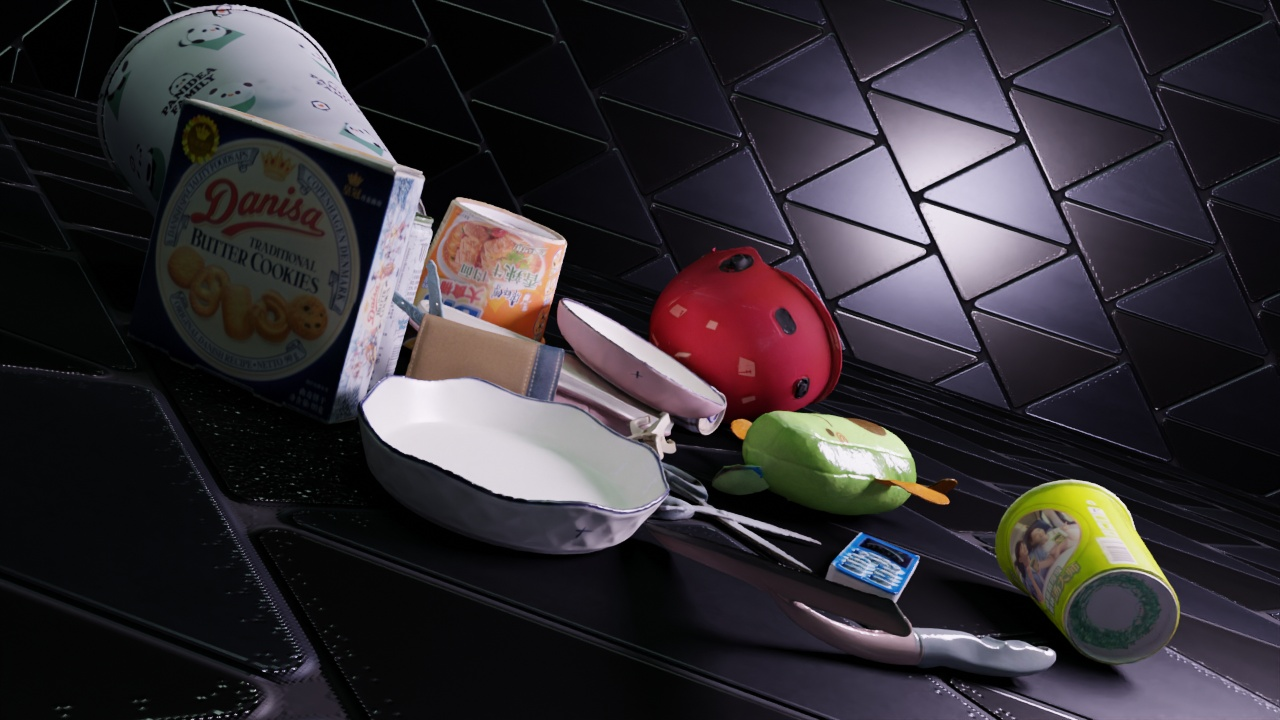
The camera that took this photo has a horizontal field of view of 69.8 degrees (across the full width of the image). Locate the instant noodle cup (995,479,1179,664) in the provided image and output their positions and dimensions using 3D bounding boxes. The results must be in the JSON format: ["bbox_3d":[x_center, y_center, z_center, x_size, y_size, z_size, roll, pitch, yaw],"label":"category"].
[{"bbox_3d":[0.348,0.168,0.709,0.111,0.112,0.123,18,17,1],"label":"instant noodle cup"}]

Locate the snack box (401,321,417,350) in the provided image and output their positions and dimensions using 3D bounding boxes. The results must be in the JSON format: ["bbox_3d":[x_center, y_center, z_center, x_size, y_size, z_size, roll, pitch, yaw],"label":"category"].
[{"bbox_3d":[-0.183,-0.027,0.959,0.126,0.053,0.113,24,11,36],"label":"snack box"}]

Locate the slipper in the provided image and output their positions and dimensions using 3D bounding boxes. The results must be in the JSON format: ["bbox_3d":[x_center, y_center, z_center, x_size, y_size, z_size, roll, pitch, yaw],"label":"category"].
[{"bbox_3d":[-0.088,0.021,0.841,0.274,0.054,0.114,25,9,-27],"label":"slipper"}]

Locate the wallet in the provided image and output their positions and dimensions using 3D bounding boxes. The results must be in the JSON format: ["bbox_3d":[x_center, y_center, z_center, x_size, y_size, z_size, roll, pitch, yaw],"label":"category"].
[{"bbox_3d":[-0.122,0.019,0.704,0.115,0.090,0.033,15,-14,-14],"label":"wallet"}]

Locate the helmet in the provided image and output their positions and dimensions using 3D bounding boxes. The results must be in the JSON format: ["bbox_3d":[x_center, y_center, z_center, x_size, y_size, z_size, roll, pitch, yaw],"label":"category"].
[{"bbox_3d":[0.100,-0.014,1.053,0.143,0.207,0.240,-26,21,-24],"label":"helmet"}]

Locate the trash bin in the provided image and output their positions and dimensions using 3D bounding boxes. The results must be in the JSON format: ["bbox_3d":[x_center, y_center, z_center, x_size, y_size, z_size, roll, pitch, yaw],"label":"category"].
[{"bbox_3d":[-0.327,-0.159,0.822,0.229,0.230,0.252,8,30,-49],"label":"trash bin"}]

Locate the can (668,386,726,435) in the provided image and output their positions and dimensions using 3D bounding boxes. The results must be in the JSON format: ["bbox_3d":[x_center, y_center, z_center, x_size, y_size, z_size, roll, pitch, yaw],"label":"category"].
[{"bbox_3d":[0.027,0.034,1.012,0.135,0.053,0.053,24,11,35],"label":"can"}]

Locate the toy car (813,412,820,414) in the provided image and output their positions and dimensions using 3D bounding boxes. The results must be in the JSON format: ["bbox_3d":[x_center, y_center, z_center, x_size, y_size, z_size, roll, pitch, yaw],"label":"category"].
[{"bbox_3d":[0.190,0.083,0.978,0.070,0.042,0.158,16,-13,-14],"label":"toy car"}]

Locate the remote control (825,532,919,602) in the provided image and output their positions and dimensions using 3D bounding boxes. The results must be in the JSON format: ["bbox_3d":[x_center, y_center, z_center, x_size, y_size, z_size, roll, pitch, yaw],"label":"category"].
[{"bbox_3d":[0.169,0.152,0.666,0.049,0.024,0.124,22,10,22],"label":"remote control"}]

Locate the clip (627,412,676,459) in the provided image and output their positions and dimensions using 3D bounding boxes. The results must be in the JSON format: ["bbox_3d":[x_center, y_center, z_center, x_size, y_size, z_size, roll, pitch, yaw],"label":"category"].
[{"bbox_3d":[0.004,0.070,0.780,0.070,0.034,0.099,-10,6,15],"label":"clip"}]

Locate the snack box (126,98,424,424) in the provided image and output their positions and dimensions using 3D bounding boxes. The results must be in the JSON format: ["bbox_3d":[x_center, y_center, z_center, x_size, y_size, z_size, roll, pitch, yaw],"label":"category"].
[{"bbox_3d":[-0.258,-0.071,0.644,0.178,0.182,0.045,20,10,15],"label":"snack box"}]

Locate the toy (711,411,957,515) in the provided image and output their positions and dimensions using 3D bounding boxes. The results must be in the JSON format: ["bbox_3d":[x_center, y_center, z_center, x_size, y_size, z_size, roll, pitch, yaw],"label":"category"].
[{"bbox_3d":[0.177,0.094,0.838,0.227,0.090,0.246,13,-1,42],"label":"toy"}]

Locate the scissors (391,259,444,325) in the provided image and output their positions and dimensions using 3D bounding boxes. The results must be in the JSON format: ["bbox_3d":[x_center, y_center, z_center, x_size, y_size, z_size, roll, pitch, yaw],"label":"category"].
[{"bbox_3d":[-0.165,-0.016,0.728,0.133,0.119,0.017,41,21,-27],"label":"scissors"}]

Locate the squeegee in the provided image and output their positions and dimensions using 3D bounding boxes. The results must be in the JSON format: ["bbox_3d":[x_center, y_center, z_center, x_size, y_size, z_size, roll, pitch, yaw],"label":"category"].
[{"bbox_3d":[0.153,0.160,0.540,0.249,0.040,0.248,21,-10,-22],"label":"squeegee"}]

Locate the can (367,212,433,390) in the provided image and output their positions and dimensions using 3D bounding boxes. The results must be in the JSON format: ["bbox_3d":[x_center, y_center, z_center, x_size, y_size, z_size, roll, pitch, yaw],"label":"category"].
[{"bbox_3d":[-0.212,-0.051,0.738,0.058,0.147,0.058,17,9,-3],"label":"can"}]

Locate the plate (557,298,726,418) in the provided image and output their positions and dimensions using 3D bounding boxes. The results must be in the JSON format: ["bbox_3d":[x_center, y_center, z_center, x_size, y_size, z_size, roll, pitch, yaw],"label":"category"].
[{"bbox_3d":[-0.005,0.005,0.901,0.192,0.039,0.192,32,6,-4],"label":"plate"}]

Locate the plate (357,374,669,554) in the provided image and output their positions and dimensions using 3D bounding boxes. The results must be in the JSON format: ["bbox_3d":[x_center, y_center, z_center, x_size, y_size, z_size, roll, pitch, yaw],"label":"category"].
[{"bbox_3d":[-0.084,0.065,0.595,0.205,0.045,0.204,17,12,-4],"label":"plate"}]

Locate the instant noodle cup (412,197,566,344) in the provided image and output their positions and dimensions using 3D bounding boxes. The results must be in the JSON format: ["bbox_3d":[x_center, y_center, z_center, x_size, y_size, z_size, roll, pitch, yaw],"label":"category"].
[{"bbox_3d":[-0.148,-0.090,0.921,0.151,0.111,0.151,21,12,-5],"label":"instant noodle cup"}]

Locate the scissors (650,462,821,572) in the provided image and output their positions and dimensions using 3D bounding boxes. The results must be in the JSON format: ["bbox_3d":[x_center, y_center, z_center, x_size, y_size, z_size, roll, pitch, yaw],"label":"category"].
[{"bbox_3d":[0.058,0.116,0.696,0.159,0.014,0.178,9,13,-44],"label":"scissors"}]
